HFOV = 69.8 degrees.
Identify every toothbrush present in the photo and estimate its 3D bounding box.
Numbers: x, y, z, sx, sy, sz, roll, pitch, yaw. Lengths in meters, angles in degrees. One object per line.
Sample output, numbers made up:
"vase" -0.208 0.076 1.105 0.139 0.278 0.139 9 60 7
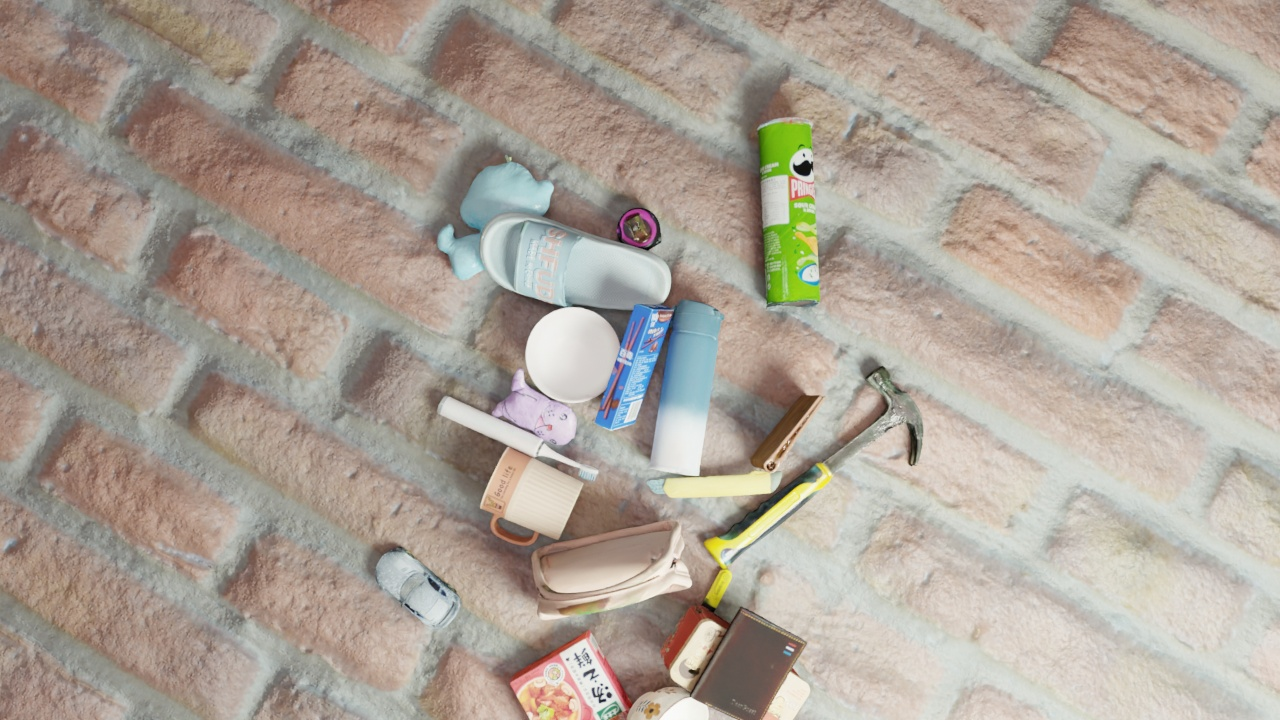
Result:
"toothbrush" -0.155 0.100 1.164 0.221 0.026 0.026 24 106 7

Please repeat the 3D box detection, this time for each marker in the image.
"marker" 0.083 0.321 1.165 0.018 0.015 0.124 28 89 1

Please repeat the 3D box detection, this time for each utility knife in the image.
"utility knife" 0.092 0.157 1.162 0.173 0.019 0.031 -4 83 8

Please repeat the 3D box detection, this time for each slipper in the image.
"slipper" -0.082 -0.111 1.144 0.245 0.074 0.104 12 114 -6

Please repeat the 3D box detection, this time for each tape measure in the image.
"tape measure" -0.002 -0.168 1.183 0.057 0.039 0.058 -30 87 -1

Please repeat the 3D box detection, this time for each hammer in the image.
"hammer" 0.222 0.154 1.167 0.323 0.032 0.126 -38 86 -2

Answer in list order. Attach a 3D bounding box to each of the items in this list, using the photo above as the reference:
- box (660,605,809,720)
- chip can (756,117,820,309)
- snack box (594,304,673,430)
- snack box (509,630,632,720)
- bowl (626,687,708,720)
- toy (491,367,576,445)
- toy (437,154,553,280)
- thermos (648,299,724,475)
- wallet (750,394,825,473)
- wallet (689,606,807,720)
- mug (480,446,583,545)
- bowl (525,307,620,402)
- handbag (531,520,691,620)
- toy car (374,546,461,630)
"box" 0.112 0.382 1.130 0.168 0.079 0.091 35 87 -10
"chip can" 0.188 -0.184 1.168 0.072 0.072 0.236 -2 87 0
"snack box" -0.007 0.007 1.133 0.026 0.084 0.157 22 100 17
"snack box" -0.082 0.423 1.145 0.113 0.044 0.127 -31 87 -2
"bowl" 0.022 0.447 1.124 0.062 0.113 0.113 26 86 43
"toy" -0.128 0.065 1.166 0.108 0.038 0.084 32 119 3
"toy" -0.187 -0.186 1.181 0.161 0.049 0.156 -5 92 9
"thermos" 0.057 0.034 1.160 0.070 0.070 0.220 8 86 1
"wallet" 0.182 0.089 1.137 0.020 0.101 0.115 37 86 -1
"wallet" 0.128 0.363 1.083 0.096 0.020 0.122 30 89 -11
"mug" -0.140 0.180 1.147 0.106 0.081 0.115 24 108 0
"bowl" -0.083 -0.005 1.161 0.118 0.065 0.118 0 86 0
"handbag" -0.037 0.253 1.060 0.193 0.234 0.093 -13 85 -1
"toy car" -0.282 0.288 1.160 0.120 0.037 0.054 39 88 6
